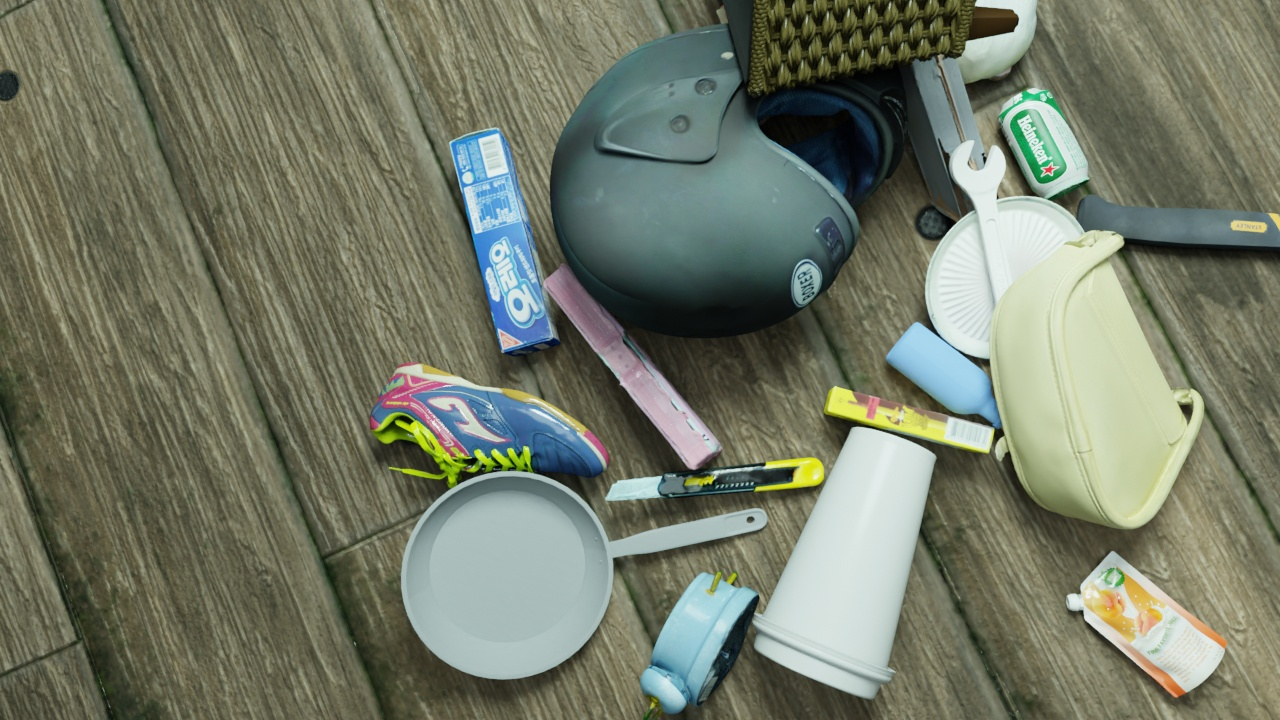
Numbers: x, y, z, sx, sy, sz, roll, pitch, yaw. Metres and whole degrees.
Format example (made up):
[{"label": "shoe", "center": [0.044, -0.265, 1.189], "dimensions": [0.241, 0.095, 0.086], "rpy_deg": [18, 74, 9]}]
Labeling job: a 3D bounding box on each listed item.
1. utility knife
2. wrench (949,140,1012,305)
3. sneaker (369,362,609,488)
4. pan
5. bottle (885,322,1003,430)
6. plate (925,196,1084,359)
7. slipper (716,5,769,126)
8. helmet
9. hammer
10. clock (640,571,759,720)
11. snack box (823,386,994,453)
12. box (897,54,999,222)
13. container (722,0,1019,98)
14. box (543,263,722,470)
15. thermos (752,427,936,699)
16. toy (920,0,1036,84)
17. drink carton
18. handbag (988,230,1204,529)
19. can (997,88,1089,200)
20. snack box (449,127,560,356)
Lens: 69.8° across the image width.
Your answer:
[{"label": "utility knife", "center": [0.072, 0.118, 0.886], "dimensions": [0.213, 0.020, 0.028], "rpy_deg": [-6, 84, -4]}, {"label": "wrench", "center": [0.331, -0.068, 0.840], "dimensions": [0.047, 0.009, 0.273], "rpy_deg": [-18, 105, 1]}, {"label": "sneaker", "center": [-0.152, 0.084, 0.906], "dimensions": [0.242, 0.116, 0.090], "rpy_deg": [17, 59, 13]}, {"label": "pan", "center": [-0.052, 0.189, 0.898], "dimensions": [0.356, 0.051, 0.201], "rpy_deg": [-12, 95, -8]}, {"label": "bottle", "center": [0.299, 0.021, 0.868], "dimensions": [0.131, 0.048, 0.048], "rpy_deg": [39, 91, 9]}, {"label": "plate", "center": [0.343, -0.076, 0.858], "dimensions": [0.157, 0.014, 0.157], "rpy_deg": [-1, 111, -3]}, {"label": "slipper", "center": [0.115, -0.327, 0.911], "dimensions": [0.082, 0.093, 0.197], "rpy_deg": [18, 89, 30]}, {"label": "helmet", "center": [0.077, -0.140, 0.807], "dimensions": [0.316, 0.249, 0.235], "rpy_deg": [-4, 62, 13]}, {"label": "hammer", "center": [0.572, -0.126, 0.852], "dimensions": [0.313, 0.035, 0.139], "rpy_deg": [6, 88, 9]}, {"label": "clock", "center": [0.052, 0.270, 0.850], "dimensions": [0.060, 0.118, 0.162], "rpy_deg": [28, 83, 20]}, {"label": "snack box", "center": [0.250, 0.056, 0.866], "dimensions": [0.149, 0.061, 0.025], "rpy_deg": [15, 87, 9]}, {"label": "box", "center": [0.269, -0.229, 0.833], "dimensions": [0.063, 0.081, 0.216], "rpy_deg": [-26, 116, 8]}, {"label": "container", "center": [0.165, -0.374, 0.718], "dimensions": [0.205, 0.177, 0.320], "rpy_deg": [-5, 49, -1]}, {"label": "box", "center": [-0.005, 0.005, 0.891], "dimensions": [0.037, 0.098, 0.233], "rpy_deg": [-40, 80, 7]}, {"label": "thermos", "center": [0.195, 0.179, 0.838], "dimensions": [0.131, 0.131, 0.221], "rpy_deg": [21, 81, 9]}, {"label": "toy", "center": [0.309, -0.351, 0.857], "dimensions": [0.139, 0.101, 0.180], "rpy_deg": [5, 106, -3]}, {"label": "drink carton", "center": [0.459, 0.240, 0.839], "dimensions": [0.122, 0.039, 0.069], "rpy_deg": [42, 91, 15]}, {"label": "handbag", "center": [0.398, 0.018, 0.817], "dimensions": [0.190, 0.089, 0.233], "rpy_deg": [-33, 100, -22]}, {"label": "can", "center": [0.383, -0.206, 0.873], "dimensions": [0.053, 0.053, 0.101], "rpy_deg": [-24, 82, 5]}, {"label": "snack box", "center": [-0.138, -0.119, 0.936], "dimensions": [0.059, 0.059, 0.226], "rpy_deg": [-16, 84, 2]}]
